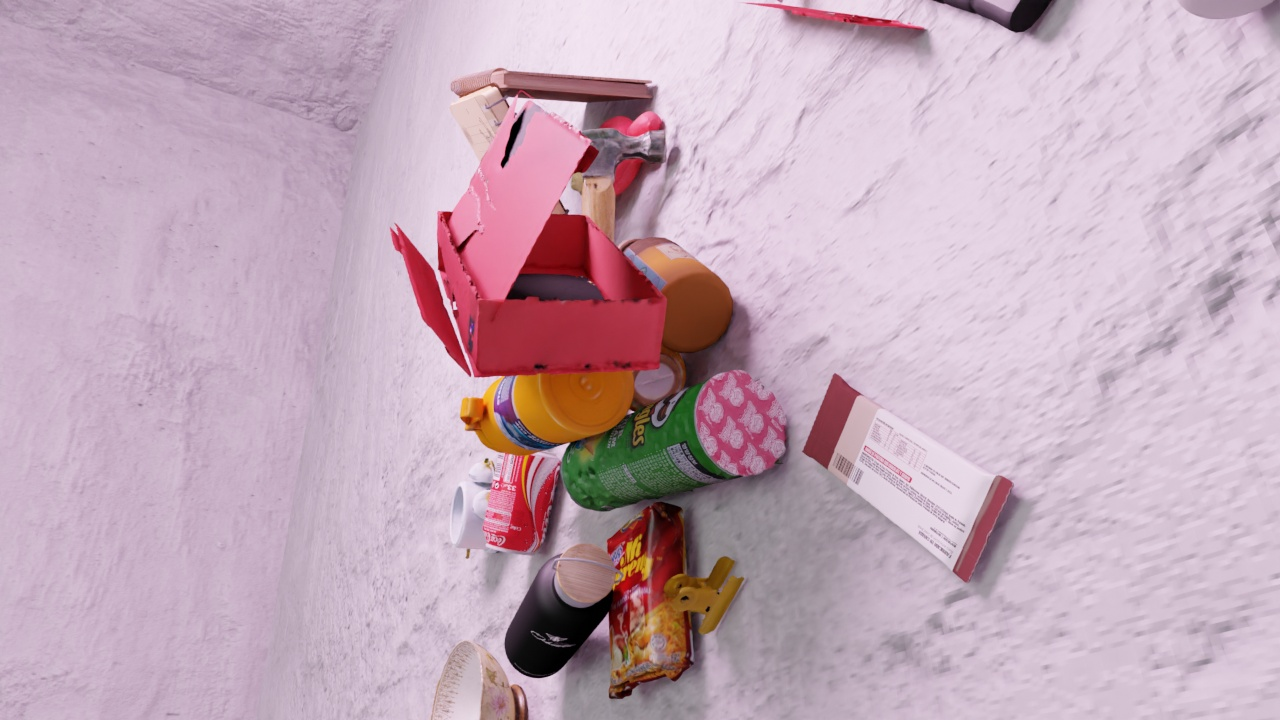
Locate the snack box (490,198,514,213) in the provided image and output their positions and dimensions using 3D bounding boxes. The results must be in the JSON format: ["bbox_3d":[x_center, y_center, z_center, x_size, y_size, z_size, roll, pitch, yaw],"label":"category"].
[{"bbox_3d":[-0.130,-0.095,1.017,0.082,0.027,0.150,127,123,-77],"label":"snack box"}]

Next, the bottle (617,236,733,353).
[{"bbox_3d":[0.016,-0.065,0.761,0.068,0.067,0.157,-68,27,16],"label":"bottle"}]

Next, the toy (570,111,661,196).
[{"bbox_3d":[-0.027,-0.212,0.947,0.135,0.045,0.091,-12,64,50],"label":"toy"}]

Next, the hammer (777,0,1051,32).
[{"bbox_3d":[0.163,-0.278,0.615,0.127,0.029,0.323,-56,33,21],"label":"hammer"}]

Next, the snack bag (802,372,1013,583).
[{"bbox_3d":[0.141,0.058,0.510,0.158,0.013,0.057,41,116,62],"label":"snack bag"}]

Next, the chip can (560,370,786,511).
[{"bbox_3d":[0.015,0.068,0.690,0.224,0.075,0.075,-27,54,58],"label":"chip can"}]

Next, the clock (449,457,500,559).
[{"bbox_3d":[-0.177,0.165,1.037,0.083,0.057,0.118,-112,37,-51],"label":"clock"}]

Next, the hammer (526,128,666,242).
[{"bbox_3d":[-0.042,-0.055,0.853,0.033,0.132,0.330,77,-167,-81],"label":"hammer"}]

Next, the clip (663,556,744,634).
[{"bbox_3d":[0.042,0.161,0.622,0.044,0.049,0.054,38,114,26],"label":"clip"}]

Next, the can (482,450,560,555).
[{"bbox_3d":[-0.121,0.141,0.933,0.064,0.064,0.104,-2,75,63],"label":"can"}]

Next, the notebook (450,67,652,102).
[{"bbox_3d":[-0.105,-0.299,1.009,0.210,0.169,0.022,-149,60,-63],"label":"notebook"}]

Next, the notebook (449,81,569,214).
[{"bbox_3d":[-0.123,-0.180,0.973,0.024,0.225,0.167,-34,22,-15],"label":"notebook"}]

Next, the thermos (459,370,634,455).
[{"bbox_3d":[-0.091,0.033,0.772,0.076,0.091,0.233,-62,16,-21],"label":"thermos"}]

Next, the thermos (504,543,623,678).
[{"bbox_3d":[-0.062,0.196,0.726,0.232,0.061,0.061,117,155,-56],"label":"thermos"}]

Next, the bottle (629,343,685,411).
[{"bbox_3d":[-0.005,0.005,0.773,0.109,0.063,0.063,-145,72,-68],"label":"bottle"}]

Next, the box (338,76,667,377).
[{"bbox_3d":[-0.226,-0.119,0.594,0.141,0.510,0.215,-66,26,17],"label":"box"}]

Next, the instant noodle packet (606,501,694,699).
[{"bbox_3d":[0.004,0.181,0.694,0.099,0.039,0.135,130,144,-54],"label":"instant noodle packet"}]

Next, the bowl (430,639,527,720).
[{"bbox_3d":[-0.152,0.349,0.887,0.146,0.063,0.145,-41,42,51],"label":"bowl"}]

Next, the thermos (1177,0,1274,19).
[{"bbox_3d":[0.245,-0.250,0.416,0.052,0.052,0.223,-38,44,52],"label":"thermos"}]
